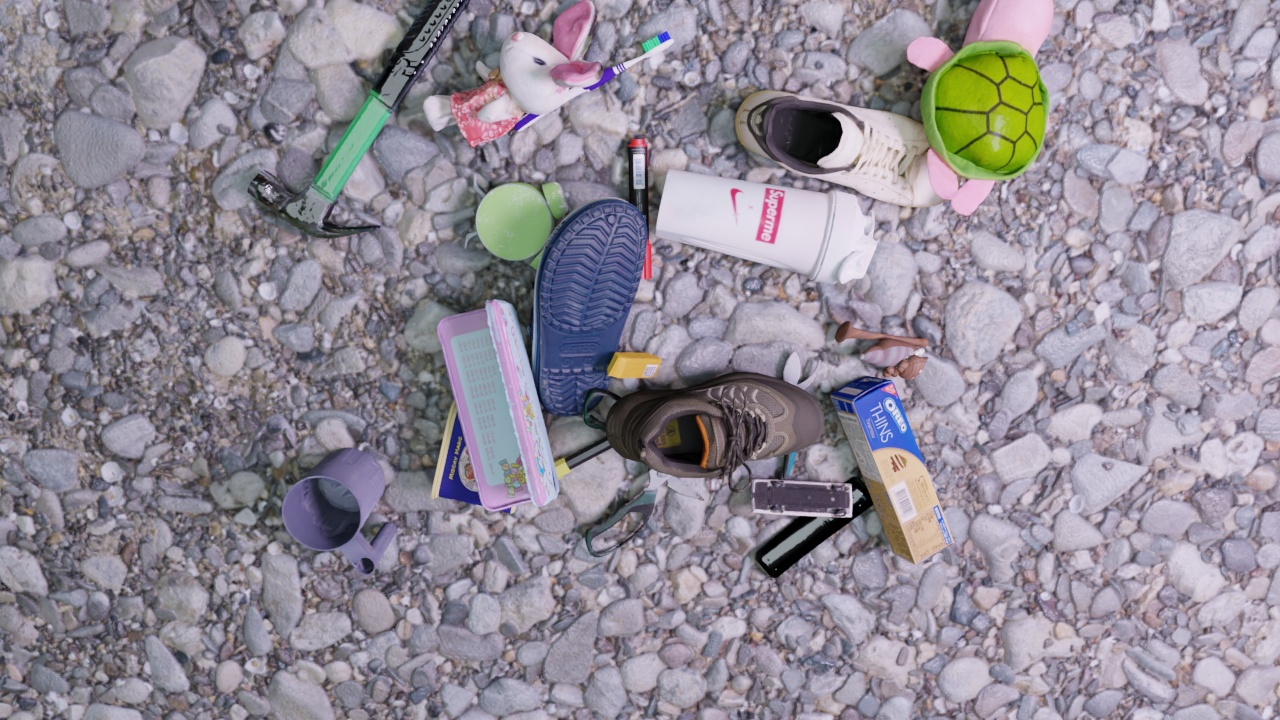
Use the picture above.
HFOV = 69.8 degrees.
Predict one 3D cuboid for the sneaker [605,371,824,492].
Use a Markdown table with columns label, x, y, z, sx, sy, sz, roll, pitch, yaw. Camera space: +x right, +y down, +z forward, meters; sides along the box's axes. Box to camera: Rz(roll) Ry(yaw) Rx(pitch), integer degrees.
| label | x | y | z | sx | sy | sz | roll | pitch | yaw |
| --- | --- | --- | --- | --- | --- | --- | --- | --- | --- |
| sneaker | 0.092 | 0.069 | 0.932 | 0.237 | 0.143 | 0.101 | -4 | 101 | -13 |

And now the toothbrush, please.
| label | x | y | z | sx | sy | sz | roll | pitch | yaw |
| --- | --- | --- | --- | --- | --- | --- | --- | --- | --- |
| toothbrush | -0.050 | -0.287 | 0.945 | 0.187 | 0.015 | 0.016 | -27 | 99 | 7 |

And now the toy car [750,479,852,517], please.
| label | x | y | z | sx | sy | sz | roll | pitch | yaw |
| --- | --- | --- | --- | --- | --- | --- | --- | --- | --- |
| toy car | 0.180 | 0.156 | 1.035 | 0.113 | 0.039 | 0.039 | 3 | 76 | -1 |

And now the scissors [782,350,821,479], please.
| label | x | y | z | sx | sy | sz | roll | pitch | yaw |
| --- | --- | --- | --- | --- | --- | --- | --- | --- | --- |
| scissors | 0.156 | 0.069 | 1.026 | 0.156 | 0.019 | 0.124 | -32 | 102 | 8 |

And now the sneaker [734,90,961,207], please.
| label | x | y | z | sx | sy | sz | roll | pitch | yaw |
| --- | --- | --- | --- | --- | --- | --- | --- | --- | --- |
| sneaker | 0.216 | -0.215 | 0.916 | 0.241 | 0.102 | 0.089 | 15 | 102 | -5 |

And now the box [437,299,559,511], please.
| label | x | y | z | sx | sy | sz | roll | pitch | yaw |
| --- | --- | --- | --- | --- | --- | --- | --- | --- | --- |
| box | -0.144 | 0.048 | 0.935 | 0.089 | 0.092 | 0.214 | -14 | 90 | -7 |

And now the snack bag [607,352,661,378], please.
| label | x | y | z | sx | sy | sz | roll | pitch | yaw |
| --- | --- | --- | --- | --- | --- | --- | --- | --- | --- |
| snack bag | -0.006 | 0.006 | 0.979 | 0.020 | 0.099 | 0.026 | 29 | 104 | 27 |

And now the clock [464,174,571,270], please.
| label | x | y | z | sx | sy | sz | roll | pitch | yaw |
| --- | --- | --- | --- | --- | --- | --- | --- | --- | --- |
| clock | -0.124 | -0.144 | 0.964 | 0.119 | 0.042 | 0.094 | 9 | 104 | -2 |

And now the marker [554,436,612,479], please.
| label | x | y | z | sx | sy | sz | roll | pitch | yaw |
| --- | --- | --- | --- | --- | --- | --- | --- | --- | --- |
| marker | -0.070 | 0.112 | 1.036 | 0.124 | 0.017 | 0.021 | -28 | 134 | 5 |

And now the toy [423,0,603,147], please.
| label | x | y | z | sx | sy | sz | roll | pitch | yaw |
| --- | --- | --- | --- | --- | --- | --- | --- | --- | --- |
| toy | -0.121 | -0.275 | 0.906 | 0.195 | 0.158 | 0.084 | -20 | 134 | 20 |

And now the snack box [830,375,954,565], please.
| label | x | y | z | sx | sy | sz | roll | pitch | yaw |
| --- | --- | --- | --- | --- | --- | --- | --- | --- | --- |
| snack box | 0.278 | 0.119 | 1.012 | 0.057 | 0.056 | 0.207 | -26 | 102 | -12 |

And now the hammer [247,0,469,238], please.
| label | x | y | z | sx | sy | sz | roll | pitch | yaw |
| --- | --- | --- | --- | --- | --- | --- | --- | --- | --- |
| hammer | -0.265 | -0.264 | 0.943 | 0.130 | 0.032 | 0.319 | 36 | 100 | -7 |

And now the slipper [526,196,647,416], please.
| label | x | y | z | sx | sy | sz | roll | pitch | yaw |
| --- | --- | --- | --- | --- | --- | --- | --- | --- | --- |
| slipper | -0.068 | -0.059 | 0.958 | 0.105 | 0.095 | 0.253 | 3 | 121 | -19 |

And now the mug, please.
| label | x | y | z | sx | sy | sz | roll | pitch | yaw |
| --- | --- | --- | --- | --- | --- | --- | --- | --- | --- |
| mug | -0.319 | 0.164 | 1.004 | 0.084 | 0.104 | 0.124 | -36 | 101 | 7 |

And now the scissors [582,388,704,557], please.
| label | x | y | z | sx | sy | sz | roll | pitch | yaw |
| --- | --- | --- | --- | --- | --- | --- | --- | --- | --- |
| scissors | -0.020 | 0.125 | 1.020 | 0.202 | 0.015 | 0.201 | -43 | 115 | 10 |

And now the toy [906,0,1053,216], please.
| label | x | y | z | sx | sy | sz | roll | pitch | yaw |
| --- | --- | --- | --- | --- | --- | --- | --- | --- | --- |
| toy | 0.345 | -0.262 | 0.904 | 0.190 | 0.088 | 0.238 | 20 | 88 | -18 |

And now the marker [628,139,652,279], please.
| label | x | y | z | sx | sy | sz | roll | pitch | yaw |
| --- | --- | --- | --- | --- | --- | --- | --- | --- | --- |
| marker | 0.000 | -0.159 | 0.970 | 0.023 | 0.021 | 0.145 | 9 | 106 | 37 |

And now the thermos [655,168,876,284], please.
| label | x | y | z | sx | sy | sz | roll | pitch | yaw |
| --- | --- | --- | --- | --- | --- | --- | --- | --- | --- |
| thermos | 0.128 | -0.137 | 0.942 | 0.220 | 0.099 | 0.099 | 11 | 103 | 1 |

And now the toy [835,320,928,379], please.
| label | x | y | z | sx | sy | sz | roll | pitch | yaw |
| --- | --- | --- | --- | --- | --- | --- | --- | --- | --- |
| toy | 0.266 | -0.009 | 0.994 | 0.101 | 0.042 | 0.054 | 7 | 69 | -9 |

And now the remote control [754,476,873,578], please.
| label | x | y | z | sx | sy | sz | roll | pitch | yaw |
| --- | --- | --- | --- | --- | --- | --- | --- | --- | --- |
| remote control | 0.201 | 0.193 | 1.053 | 0.152 | 0.020 | 0.041 | -39 | 99 | 6 |

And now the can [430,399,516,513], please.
| label | x | y | z | sx | sy | sz | roll | pitch | yaw |
| --- | --- | --- | --- | --- | --- | --- | --- | --- | --- |
| can | -0.172 | 0.106 | 1.015 | 0.092 | 0.056 | 0.116 | 14 | 103 | -4 |
